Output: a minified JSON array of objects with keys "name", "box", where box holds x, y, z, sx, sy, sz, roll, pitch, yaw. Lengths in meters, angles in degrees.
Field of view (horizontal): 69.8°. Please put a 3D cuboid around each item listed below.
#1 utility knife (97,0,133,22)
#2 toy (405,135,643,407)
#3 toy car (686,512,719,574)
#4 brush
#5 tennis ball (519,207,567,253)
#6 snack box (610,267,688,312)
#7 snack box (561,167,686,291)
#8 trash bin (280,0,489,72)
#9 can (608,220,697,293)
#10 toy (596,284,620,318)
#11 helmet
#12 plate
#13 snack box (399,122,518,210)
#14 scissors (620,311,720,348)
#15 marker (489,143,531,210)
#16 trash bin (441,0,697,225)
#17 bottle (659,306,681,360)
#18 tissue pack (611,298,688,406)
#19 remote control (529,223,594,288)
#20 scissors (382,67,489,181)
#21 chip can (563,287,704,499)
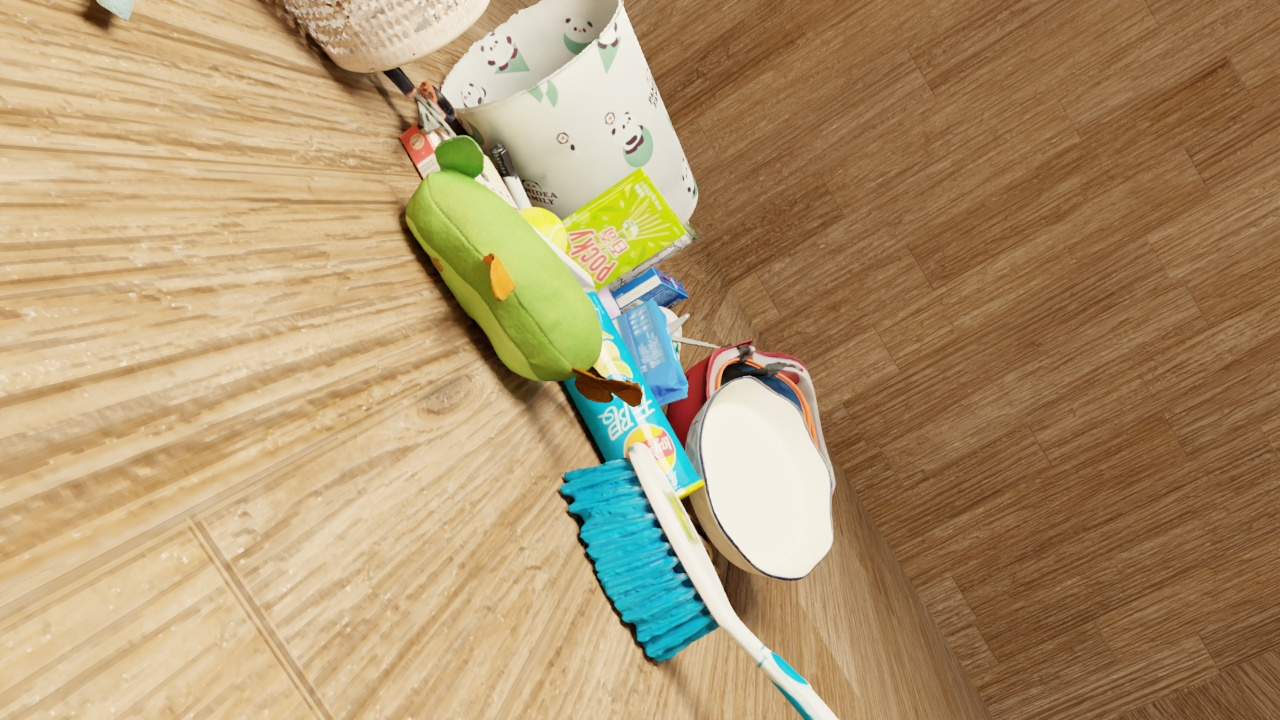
[{"name":"utility knife","box":[-0.303,-0.249,0.541,0.033,0.015,0.219,48,14,-45]},{"name":"toy","box":[-0.096,-0.053,0.725,0.247,0.090,0.227,51,-5,-5]},{"name":"toy car","box":[0.051,0.180,0.885,0.090,0.035,0.042,51,15,-41]},{"name":"brush","box":[0.054,0.198,0.674,0.314,0.109,0.060,62,10,15]},{"name":"tennis ball","box":[-0.105,-0.118,0.905,0.065,0.065,0.065,55,13,-19]},{"name":"snack box","box":[0.006,-0.080,1.208,0.026,0.085,0.157,61,12,10]},{"name":"snack box","box":[-0.039,-0.125,0.964,0.086,0.156,0.026,50,14,-36]},{"name":"trash bin","box":[-0.218,-0.344,0.706,0.192,0.227,0.227,64,5,-45]},{"name":"can","box":[-0.005,-0.137,1.150,0.058,0.147,0.058,54,14,-20]},{"name":"toy","box":[-0.053,-0.073,1.042,0.083,0.039,0.108,5,43,-36]},{"name":"helmet","box":[0.107,0.090,1.074,0.239,0.144,0.206,14,58,-45]},{"name":"plate","box":[0.118,0.121,0.923,0.204,0.046,0.204,22,56,-37]},{"name":"snack box","box":[-0.167,-0.173,0.878,0.077,0.027,0.155,60,12,7]},{"name":"scissors","box":[0.015,-0.029,1.068,0.162,0.012,0.175,23,32,2]},{"name":"marker","box":[-0.128,-0.171,0.979,0.023,0.018,0.131,33,-27,47]},{"name":"trash bin","box":[-0.065,-0.256,1.053,0.252,0.230,0.229,56,12,-38]},{"name":"bottle","box":[0.014,-0.005,1.113,0.068,0.068,0.196,55,17,-16]},{"name":"tissue pack","box":[-0.006,0.005,0.937,0.052,0.095,0.157,56,12,-39]},{"name":"remote control","box":[-0.099,-0.086,0.868,0.150,0.058,0.021,36,27,-60]},{"name":"scissors","box":[-0.199,-0.237,0.842,0.226,0.015,0.189,49,9,8]},{"name":"chip can","box":[-0.023,0.039,0.841,0.210,0.071,0.071,61,12,10]}]
